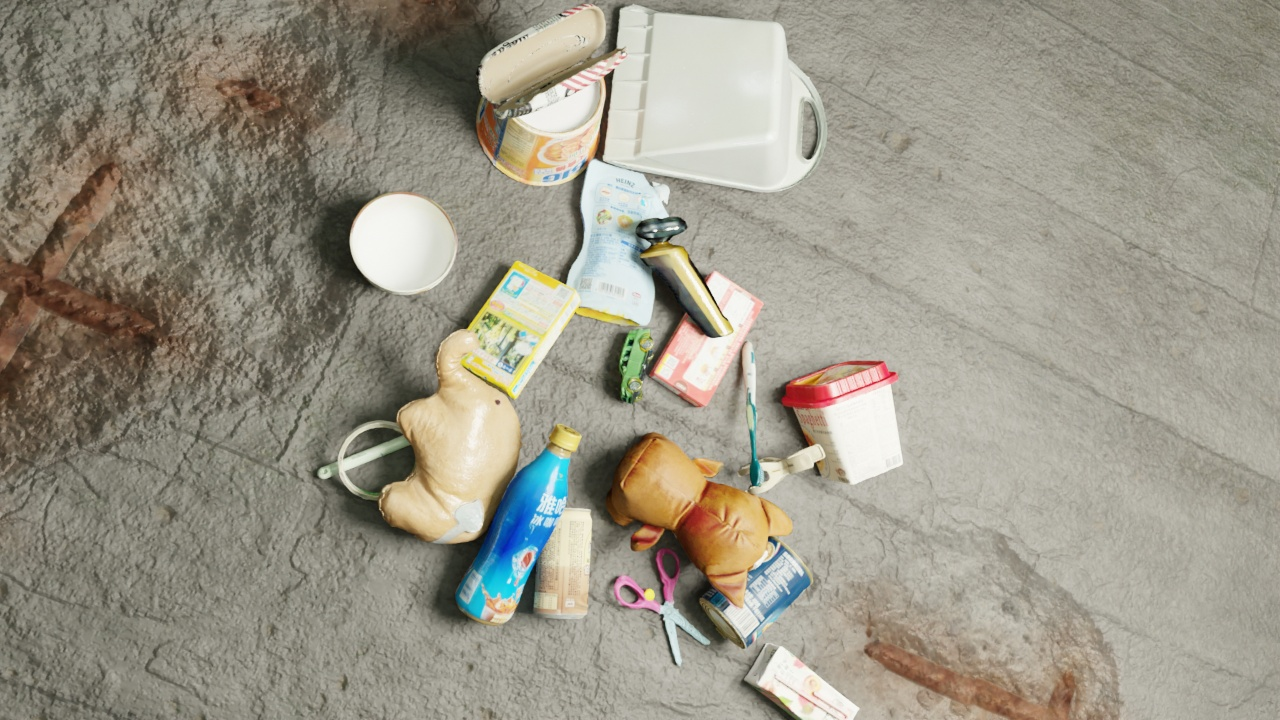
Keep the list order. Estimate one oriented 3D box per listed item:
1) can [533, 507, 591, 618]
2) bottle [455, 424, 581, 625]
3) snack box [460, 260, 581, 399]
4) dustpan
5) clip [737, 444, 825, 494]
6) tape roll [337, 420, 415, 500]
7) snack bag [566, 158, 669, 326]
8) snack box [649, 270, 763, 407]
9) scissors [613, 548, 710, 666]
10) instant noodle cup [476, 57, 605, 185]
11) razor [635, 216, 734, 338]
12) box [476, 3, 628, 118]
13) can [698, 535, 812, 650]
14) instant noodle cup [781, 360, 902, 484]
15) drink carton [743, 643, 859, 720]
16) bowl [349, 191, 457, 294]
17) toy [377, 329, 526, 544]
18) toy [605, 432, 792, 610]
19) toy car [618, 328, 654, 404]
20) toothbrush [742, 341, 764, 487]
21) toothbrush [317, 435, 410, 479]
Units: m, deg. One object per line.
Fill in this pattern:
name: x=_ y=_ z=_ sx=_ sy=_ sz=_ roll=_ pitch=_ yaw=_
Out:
can: x=-0.084 y=0.219 z=0.999 sx=0.058 sy=0.059 sz=0.116 roll=5 pitch=79 yaw=-13
bottle: x=-0.122 y=0.169 z=0.960 sx=0.065 sy=0.065 sz=0.219 roll=25 pitch=96 yaw=-8
snack box: x=-0.140 y=-0.036 z=1.030 sx=0.087 sy=0.034 sz=0.140 roll=27 pitch=71 yaw=19
dustpan: x=0.104 y=-0.316 z=1.160 sx=0.258 sy=0.142 sz=0.222 roll=2 pitch=74 yaw=13
clip: x=0.162 y=0.126 z=1.063 sx=0.100 sy=0.071 sz=0.034 roll=-24 pitch=86 yaw=28
tape roll: x=-0.279 y=0.107 z=0.980 sx=0.085 sy=0.014 sz=0.086 roll=-4 pitch=102 yaw=-18
snack bag: x=-0.026 y=-0.140 z=1.092 sx=0.110 sy=0.039 sz=0.190 roll=11 pitch=75 yaw=-7
snack box: x=0.080 y=-0.026 z=1.102 sx=0.075 sy=0.025 sz=0.152 roll=33 pitch=74 yaw=-7
scissors: x=0.034 y=0.275 z=1.042 sx=0.134 sy=0.017 sz=0.113 roll=40 pitch=68 yaw=-9
instant noodle cup: x=-0.110 y=-0.292 z=1.060 sx=0.151 sy=0.112 sz=0.151 roll=3 pitch=79 yaw=-14
razor: x=0.055 y=-0.097 z=1.065 sx=0.068 sy=0.062 sz=0.167 roll=-33 pitch=97 yaw=11
box: x=-0.098 y=-0.320 z=0.971 sx=0.162 sy=0.076 sz=0.088 roll=-35 pitch=112 yaw=-15
can: x=0.129 y=0.261 z=1.035 sx=0.111 sy=0.075 sz=0.075 roll=-40 pitch=91 yaw=-17
instant noodle cup: x=0.245 y=0.073 z=1.086 sx=0.116 sy=0.116 sz=0.124 roll=-18 pitch=95 yaw=-17
drink carton: x=0.184 y=0.379 z=1.042 sx=0.122 sy=0.046 sz=0.053 roll=39 pitch=72 yaw=-5
bowl: x=-0.261 y=-0.124 z=1.017 sx=0.113 sy=0.062 sz=0.113 roll=2 pitch=80 yaw=-12
toy: x=-0.189 y=0.082 z=0.969 sx=0.143 sy=0.083 sz=0.226 roll=14 pitch=88 yaw=-38
toy: x=0.059 y=0.171 z=1.016 sx=0.199 sy=0.130 sz=0.140 roll=30 pitch=75 yaw=15
toy car: x=-0.006 y=0.006 z=1.065 sx=0.036 sy=0.043 sz=0.091 roll=10 pitch=68 yaw=4
toothbrush: x=0.133 y=0.061 z=1.079 sx=0.018 sy=0.016 sz=0.191 roll=33 pitch=47 yaw=-42
toothbrush: x=-0.259 y=0.087 z=1.001 sx=0.189 sy=0.020 sz=0.029 roll=-22 pitch=77 yaw=-15
